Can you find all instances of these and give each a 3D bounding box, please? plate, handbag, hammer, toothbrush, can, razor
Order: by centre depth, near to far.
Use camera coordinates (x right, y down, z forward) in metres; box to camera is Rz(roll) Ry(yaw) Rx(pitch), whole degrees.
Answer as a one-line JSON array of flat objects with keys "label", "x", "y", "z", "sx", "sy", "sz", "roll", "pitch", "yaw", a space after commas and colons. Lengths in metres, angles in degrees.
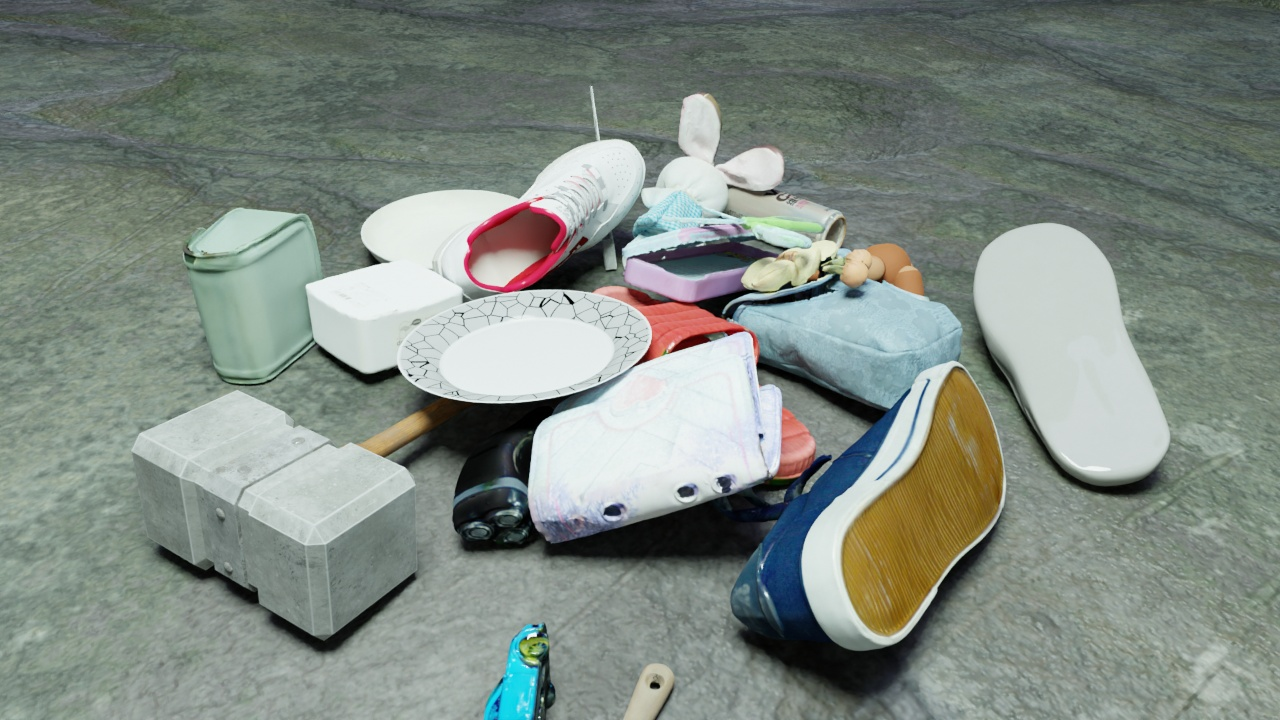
[{"label": "handbag", "x": 0.010, "y": 0.051, "z": 0.603, "sx": 0.159, "sy": 0.069, "sz": 0.126, "roll": -19, "pitch": 26, "yaw": 19}, {"label": "razor", "x": -0.084, "y": 0.077, "z": 0.640, "sx": 0.053, "sy": 0.064, "sz": 0.140, "roll": -26, "pitch": 14, "yaw": 23}, {"label": "hammer", "x": -0.166, "y": 0.050, "z": 0.660, "sx": 0.163, "sy": 0.083, "sz": 0.316, "roll": 19, "pitch": 30, "yaw": 24}, {"label": "plate", "x": -0.086, "y": -0.008, "z": 0.692, "sx": 0.188, "sy": 0.016, "sz": 0.188, "roll": -3, "pitch": 27, "yaw": 1}, {"label": "handbag", "x": 0.165, "y": -0.038, "z": 0.755, "sx": 0.121, "sy": 0.119, "sz": 0.192, "roll": -23, "pitch": 34, "yaw": -36}, {"label": "handbag", "x": -0.320, "y": -0.058, "z": 0.760, "sx": 0.067, "sy": 0.122, "sz": 0.105, "roll": 9, "pitch": 34, "yaw": 11}, {"label": "toothbrush", "x": -0.041, "y": -0.181, "z": 0.918, "sx": 0.010, "sy": 0.181, "sz": 0.010, "roll": -10, "pitch": 9, "yaw": -16}, {"label": "plate", "x": -0.192, "y": -0.125, "z": 0.945, "sx": 0.182, "sy": 0.034, "sz": 0.182, "roll": 1, "pitch": 34, "yaw": -1}, {"label": "can", "x": 0.151, "y": -0.153, "z": 0.984, "sx": 0.136, "sy": 0.054, "sz": 0.054, "roll": 28, "pitch": 41, "yaw": 33}]

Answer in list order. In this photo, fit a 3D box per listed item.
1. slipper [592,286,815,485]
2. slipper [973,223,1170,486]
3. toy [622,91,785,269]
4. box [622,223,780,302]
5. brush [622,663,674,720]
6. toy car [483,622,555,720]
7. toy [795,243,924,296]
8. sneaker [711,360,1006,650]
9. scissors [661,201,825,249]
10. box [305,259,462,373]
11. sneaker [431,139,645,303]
[{"label": "slipper", "x": 0.048, "y": -0.001, "z": 0.726, "sx": 0.103, "sy": 0.059, "sz": 0.249, "roll": -14, "pitch": 43, "yaw": -38}, {"label": "slipper", "x": 0.350, "y": 0.002, "z": 0.757, "sx": 0.113, "sy": 0.081, "sz": 0.265, "roll": -14, "pitch": 47, "yaw": 13}, {"label": "toy", "x": 0.048, "y": -0.155, "z": 0.954, "sx": 0.131, "sy": 0.106, "sz": 0.205, "roll": 33, "pitch": 69, "yaw": -5}, {"label": "box", "x": 0.067, "y": -0.098, "z": 0.849, "sx": 0.078, "sy": 0.065, "sz": 0.213, "roll": 8, "pitch": 14, "yaw": 32}, {"label": "brush", "x": -0.016, "y": 0.212, "z": 0.466, "sx": 0.039, "sy": 0.012, "sz": 0.150, "roll": 15, "pitch": 36, "yaw": 20}, {"label": "toy car", "x": -0.063, "y": 0.185, "z": 0.475, "sx": 0.032, "sy": 0.048, "sz": 0.105, "roll": -1, "pitch": 35, "yaw": 2}, {"label": "toy", "x": 0.198, "y": -0.074, "z": 0.869, "sx": 0.128, "sy": 0.065, "sz": 0.095, "roll": -6, "pitch": 1, "yaw": 8}, {"label": "sneaker", "x": 0.147, "y": 0.087, "z": 0.611, "sx": 0.128, "sy": 0.120, "sz": 0.293, "roll": -24, "pitch": 6, "yaw": 44}, {"label": "scissors", "x": 0.094, "y": -0.118, "z": 0.787, "sx": 0.171, "sy": 0.021, "sz": 0.172, "roll": -4, "pitch": 25, "yaw": -29}, {"label": "box", "x": -0.221, "y": -0.025, "z": 0.796, "sx": 0.102, "sy": 0.091, "sz": 0.107, "roll": 25, "pitch": 32, "yaw": 37}, {"label": "sneaker", "x": -0.076, "y": -0.131, "z": 0.843, "sx": 0.236, "sy": 0.090, "sz": 0.104, "roll": -35, "pitch": 16, "yaw": -20}]
